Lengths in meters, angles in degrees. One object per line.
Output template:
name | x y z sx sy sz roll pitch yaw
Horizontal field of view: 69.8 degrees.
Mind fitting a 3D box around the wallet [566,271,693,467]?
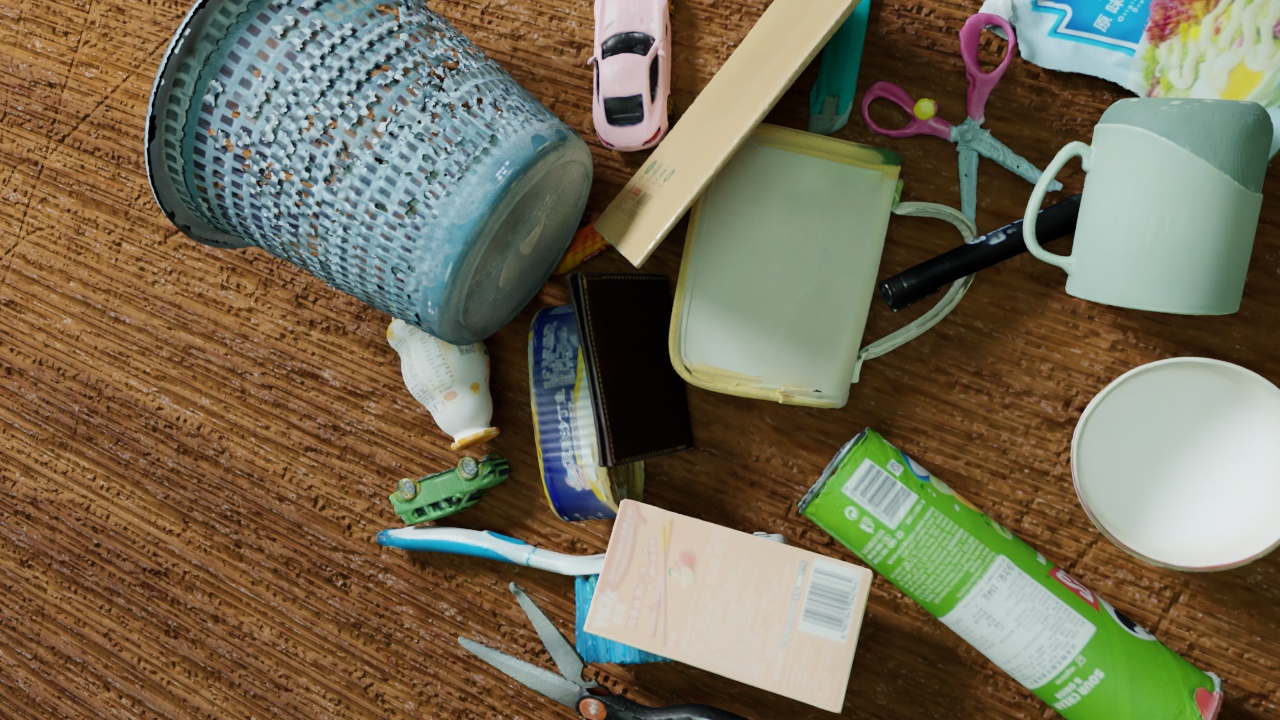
wallet | -0.004 0.003 0.592 0.020 0.096 0.122 -12 86 38

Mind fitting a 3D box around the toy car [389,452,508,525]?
toy car | -0.137 0.092 0.665 0.091 0.043 0.036 -24 80 19

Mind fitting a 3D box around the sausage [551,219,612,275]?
sausage | -0.002 -0.101 0.628 0.165 0.021 0.021 -27 82 17

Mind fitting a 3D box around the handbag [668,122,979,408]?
handbag | 0.115 -0.053 0.575 0.179 0.063 0.163 12 97 3

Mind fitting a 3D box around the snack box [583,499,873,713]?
snack box | 0.052 0.145 0.552 0.157 0.026 0.084 15 78 12

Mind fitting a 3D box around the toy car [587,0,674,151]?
toy car | -0.006 -0.203 0.621 0.056 0.037 0.122 0 90 17

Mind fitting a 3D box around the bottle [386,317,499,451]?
bottle | -0.136 0.009 0.652 0.063 0.063 0.108 -26 82 17

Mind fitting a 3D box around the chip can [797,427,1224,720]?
chip can | 0.206 0.134 0.533 0.236 0.072 0.072 37 102 15

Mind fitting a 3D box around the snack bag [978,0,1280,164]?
snack bag | 0.295 -0.198 0.520 0.191 0.038 0.110 36 113 15

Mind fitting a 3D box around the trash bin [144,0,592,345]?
trash bin | -0.147 -0.119 0.578 0.195 0.226 0.227 34 101 10

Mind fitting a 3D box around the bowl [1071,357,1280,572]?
bowl | 0.297 0.055 0.508 0.114 0.062 0.113 0 89 18

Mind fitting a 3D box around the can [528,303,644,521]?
can | -0.035 0.034 0.614 0.049 0.074 0.148 -8 87 21

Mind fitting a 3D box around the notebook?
notebook | 0.049 -0.148 0.543 0.008 0.147 0.208 38 96 -19

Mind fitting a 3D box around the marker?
marker | 0.204 -0.063 0.540 0.132 0.020 0.022 -24 117 0

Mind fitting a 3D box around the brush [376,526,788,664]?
brush | -0.044 0.154 0.631 0.315 0.060 0.109 -11 82 19

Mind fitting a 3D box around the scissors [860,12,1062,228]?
scissors | 0.201 -0.146 0.556 0.133 0.017 0.129 38 116 19

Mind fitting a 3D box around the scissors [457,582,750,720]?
scissors | -0.016 0.244 0.599 0.221 0.021 0.222 7 115 14

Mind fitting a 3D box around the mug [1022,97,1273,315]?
mug | 0.268 -0.085 0.494 0.112 0.082 0.106 6 106 15

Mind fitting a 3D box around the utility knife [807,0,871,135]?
utility knife | 0.135 -0.245 0.584 0.029 0.013 0.209 10 94 18
